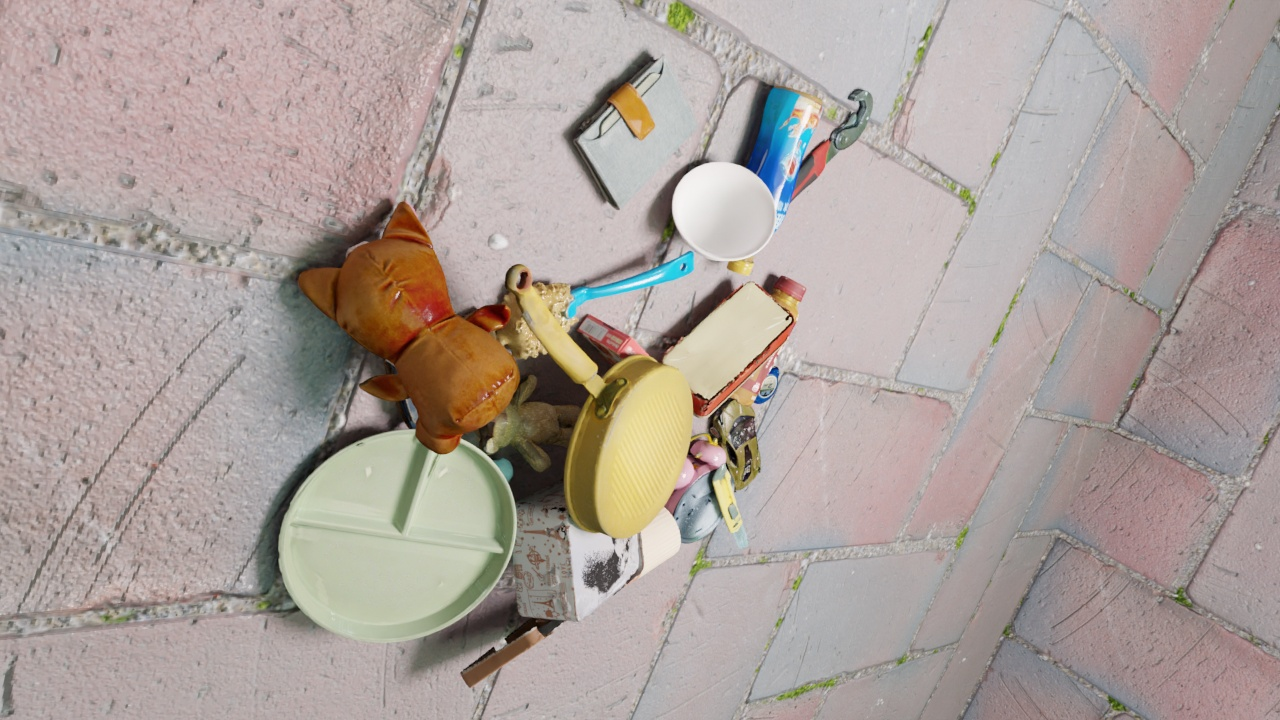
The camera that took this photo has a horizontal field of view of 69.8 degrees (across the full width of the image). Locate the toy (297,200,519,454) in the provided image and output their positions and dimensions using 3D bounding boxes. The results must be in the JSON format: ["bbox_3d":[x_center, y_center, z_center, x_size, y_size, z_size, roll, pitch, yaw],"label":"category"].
[{"bbox_3d":[-0.192,-0.026,0.800,0.140,0.131,0.199,-44,104,-23],"label":"toy"}]

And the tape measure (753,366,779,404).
[{"bbox_3d":[0.166,0.033,1.280,0.058,0.025,0.055,-5,119,-39],"label":"tape measure"}]

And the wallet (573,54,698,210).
[{"bbox_3d":[-0.001,-0.233,0.935,0.129,0.037,0.106,-48,140,-12],"label":"wallet"}]

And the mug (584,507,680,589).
[{"bbox_3d":[-0.016,0.224,1.184,0.105,0.082,0.114,-22,99,-37],"label":"mug"}]

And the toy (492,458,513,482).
[{"bbox_3d":[-0.186,0.177,0.994,0.161,0.050,0.156,-45,133,-3],"label":"toy"}]

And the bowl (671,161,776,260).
[{"bbox_3d":[0.088,-0.157,1.040,0.118,0.118,0.065,-43,175,-18],"label":"bowl"}]

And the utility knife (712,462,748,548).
[{"bbox_3d":[0.125,0.208,1.271,0.031,0.021,0.205,-37,142,-15],"label":"utility knife"}]

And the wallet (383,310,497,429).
[{"bbox_3d":[-0.190,0.009,0.903,0.115,0.033,0.090,-33,133,-31],"label":"wallet"}]

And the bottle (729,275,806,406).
[{"bbox_3d":[0.161,-0.027,1.212,0.057,0.057,0.175,22,97,-50],"label":"bottle"}]

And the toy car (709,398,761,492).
[{"bbox_3d":[0.136,0.119,1.294,0.070,0.042,0.158,-35,132,-26],"label":"toy car"}]

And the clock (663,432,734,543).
[{"bbox_3d":[0.069,0.168,1.241,0.117,0.060,0.159,-21,129,-35],"label":"clock"}]

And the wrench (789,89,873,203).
[{"bbox_3d":[0.209,-0.239,1.160,0.273,0.016,0.056,-48,135,-12],"label":"wrench"}]

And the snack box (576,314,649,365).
[{"bbox_3d":[-0.006,0.006,1.050,0.025,0.075,0.153,-53,140,-7],"label":"snack box"}]

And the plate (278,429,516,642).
[{"bbox_3d":[-0.236,0.172,0.908,0.229,0.027,0.230,-7,109,-22],"label":"plate"}]

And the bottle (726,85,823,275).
[{"bbox_3d":[0.149,-0.207,1.079,0.065,0.065,0.219,2,112,-46],"label":"bottle"}]

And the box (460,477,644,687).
[{"bbox_3d":[-0.091,0.255,1.056,0.179,0.134,0.271,-19,135,-64],"label":"box"}]

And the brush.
[{"bbox_3d":[-0.041,-0.070,0.983,0.254,0.046,0.083,-22,125,-28],"label":"brush"}]

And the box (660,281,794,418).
[{"bbox_3d":[0.104,-0.019,1.123,0.168,0.091,0.076,-42,164,-19],"label":"box"}]

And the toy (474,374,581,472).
[{"bbox_3d":[-0.117,0.070,0.998,0.157,0.066,0.105,9,75,-52],"label":"toy"}]

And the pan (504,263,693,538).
[{"bbox_3d":[-0.042,0.039,0.922,0.197,0.078,0.358,-57,147,-28],"label":"pan"}]
